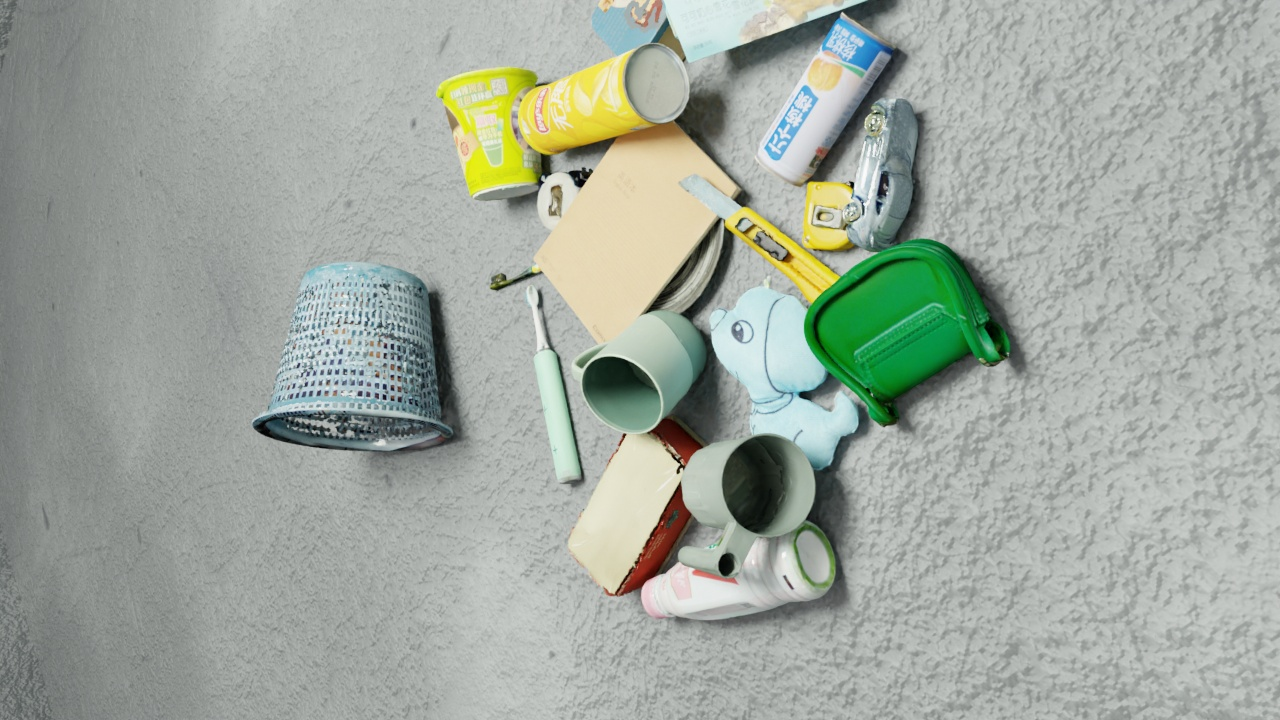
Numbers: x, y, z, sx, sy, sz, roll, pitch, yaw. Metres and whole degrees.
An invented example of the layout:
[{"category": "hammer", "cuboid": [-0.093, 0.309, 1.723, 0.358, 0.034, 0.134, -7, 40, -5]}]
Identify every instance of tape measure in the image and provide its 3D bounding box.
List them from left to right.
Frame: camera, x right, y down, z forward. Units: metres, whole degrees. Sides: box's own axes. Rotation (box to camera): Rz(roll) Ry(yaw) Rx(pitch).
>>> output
[{"category": "tape measure", "cuboid": [-0.078, -0.168, 0.976, 0.066, 0.033, 0.066, 1, 91, 42]}, {"category": "tape measure", "cuboid": [0.162, -0.121, 0.771, 0.057, 0.028, 0.060, 11, 98, 40]}]

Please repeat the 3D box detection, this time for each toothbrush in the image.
[{"category": "toothbrush", "cuboid": [-0.106, -0.109, 1.016, 0.186, 0.012, 0.017, -16, 69, 40]}, {"category": "toothbrush", "cuboid": [-0.099, 0.024, 1.002, 0.027, 0.026, 0.224, -30, 71, 61]}]

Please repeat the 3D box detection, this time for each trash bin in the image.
[{"category": "trash bin", "cuboid": [-0.336, -0.005, 1.105, 0.227, 0.226, 0.195, -14, 69, 40]}]

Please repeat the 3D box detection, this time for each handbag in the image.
[{"category": "handbag", "cuboid": [0.202, -0.024, 0.707, 0.132, 0.067, 0.120, -39, 79, 32]}]

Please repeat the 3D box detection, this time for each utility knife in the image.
[{"category": "utility knife", "cuboid": [0.111, -0.100, 0.800, 0.215, 0.015, 0.033, 42, 113, 20]}]

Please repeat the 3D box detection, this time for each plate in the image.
[{"category": "plate", "cuboid": [0.011, -0.122, 0.904, 0.180, 0.024, 0.179, -1, 88, 38]}]

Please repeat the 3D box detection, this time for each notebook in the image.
[{"category": "notebook", "cuboid": [-0.012, -0.130, 0.899, 0.212, 0.012, 0.149, -51, 61, 24]}]

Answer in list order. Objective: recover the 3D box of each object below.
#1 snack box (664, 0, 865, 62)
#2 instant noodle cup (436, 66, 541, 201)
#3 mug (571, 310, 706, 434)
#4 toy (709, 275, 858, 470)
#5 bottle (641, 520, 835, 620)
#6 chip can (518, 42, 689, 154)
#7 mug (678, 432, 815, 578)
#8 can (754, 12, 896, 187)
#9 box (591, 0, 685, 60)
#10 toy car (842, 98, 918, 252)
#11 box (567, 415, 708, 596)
[{"category": "snack box", "cuboid": [0.106, -0.315, 0.764, 0.175, 0.051, 0.074, -10, 121, 31]}, {"category": "instant noodle cup", "cuboid": [-0.157, -0.242, 1.001, 0.112, 0.111, 0.123, -9, 92, 41]}, {"category": "mug", "cuboid": [-0.005, 0.005, 0.852, 0.112, 0.106, 0.082, 9, 123, 27]}, {"category": "toy", "cuboid": [0.121, 0.007, 0.797, 0.161, 0.049, 0.156, 18, 107, 38]}, {"category": "bottle", "cuboid": [0.079, 0.197, 0.826, 0.197, 0.068, 0.068, -28, 73, 41]}, {"category": "chip can", "cuboid": [-0.041, -0.246, 0.880, 0.214, 0.072, 0.072, 6, 95, 57]}, {"category": "mug", "cuboid": [0.078, 0.123, 0.775, 0.123, 0.083, 0.103, -60, 11, -15]}, {"category": "can", "cuboid": [0.151, -0.214, 0.762, 0.053, 0.053, 0.135, 48, 120, 30]}, {"category": "box", "cuboid": [0.035, -0.361, 0.857, 0.090, 0.061, 0.185, 52, 123, 27]}, {"category": "toy car", "cuboid": [0.195, -0.145, 0.726, 0.037, 0.054, 0.121, 16, 100, 43]}, {"category": "box", "cuboid": [-0.005, 0.141, 0.890, 0.091, 0.076, 0.169, 42, 116, 32]}]
